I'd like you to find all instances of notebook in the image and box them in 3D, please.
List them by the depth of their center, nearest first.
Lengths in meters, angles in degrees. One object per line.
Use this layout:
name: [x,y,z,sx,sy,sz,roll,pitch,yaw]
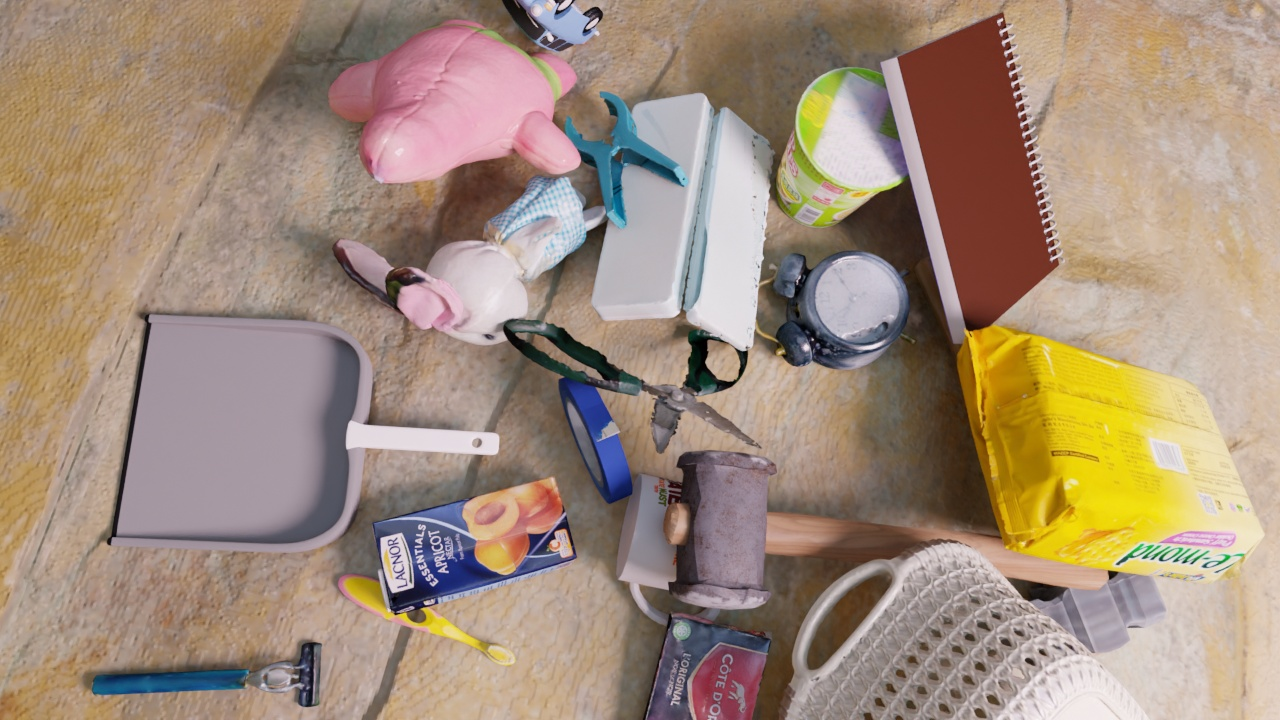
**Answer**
notebook: [0.259,-0.143,0.696,0.171,0.022,0.209,-32,109,-37]

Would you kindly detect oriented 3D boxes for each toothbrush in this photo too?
toothbrush: [-0.148,0.181,0.638,0.135,0.016,0.021,26,68,-2]

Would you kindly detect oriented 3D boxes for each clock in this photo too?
clock: [0.148,-0.040,0.715,0.129,0.052,0.090,-2,77,-4]

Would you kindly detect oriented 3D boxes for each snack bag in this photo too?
snack bag: [0.037,0.256,0.633,0.074,0.018,0.155,15,85,-6]
snack bag: [0.336,0.067,0.656,0.247,0.068,0.159,12,58,-25]

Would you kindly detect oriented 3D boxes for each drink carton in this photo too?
drink carton: [-0.115,0.127,0.635,0.130,0.040,0.064,-13,71,-15]

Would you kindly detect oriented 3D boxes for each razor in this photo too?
razor: [-0.287,0.212,0.608,0.144,0.022,0.042,0,76,-8]

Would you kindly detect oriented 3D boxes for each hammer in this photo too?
hammer: [0.173,0.124,0.615,0.328,0.052,0.098,8,77,-15]
hammer: [0.288,0.067,0.713,0.117,0.051,0.322,-14,77,-14]

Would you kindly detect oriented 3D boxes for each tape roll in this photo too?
tape roll: [-0.032,0.054,0.645,0.016,0.093,0.091,-22,45,-13]

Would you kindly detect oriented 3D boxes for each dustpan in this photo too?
dustpan: [-0.230,0.053,0.646,0.257,0.033,0.163,4,77,-7]

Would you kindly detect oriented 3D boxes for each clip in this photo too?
clip: [-0.005,-0.167,0.698,0.113,0.028,0.127,-39,54,-4]

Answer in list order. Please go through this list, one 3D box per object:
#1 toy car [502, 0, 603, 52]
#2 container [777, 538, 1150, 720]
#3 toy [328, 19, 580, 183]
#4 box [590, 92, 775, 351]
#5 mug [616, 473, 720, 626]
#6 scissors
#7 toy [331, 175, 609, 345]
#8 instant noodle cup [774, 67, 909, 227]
toy car: [-0.073,-0.270,0.692,0.055,0.153,0.056,-38,92,15]
container: [0.213,0.240,0.559,0.184,0.143,0.246,-48,117,-7]
toy: [-0.134,-0.179,0.656,0.192,0.097,0.236,18,36,4]
box: [0.038,-0.109,0.704,0.125,0.075,0.197,22,62,-22]
mug: [0.032,0.140,0.650,0.089,0.073,0.105,13,101,-5]
scissors: [-0.004,0.004,0.637,0.204,0.201,0.015,18,115,4]
toy: [-0.106,-0.070,0.678,0.204,0.131,0.106,-32,126,-32]
instant noodle cup: [0.151,-0.155,0.711,0.099,0.108,0.098,2,77,-8]
